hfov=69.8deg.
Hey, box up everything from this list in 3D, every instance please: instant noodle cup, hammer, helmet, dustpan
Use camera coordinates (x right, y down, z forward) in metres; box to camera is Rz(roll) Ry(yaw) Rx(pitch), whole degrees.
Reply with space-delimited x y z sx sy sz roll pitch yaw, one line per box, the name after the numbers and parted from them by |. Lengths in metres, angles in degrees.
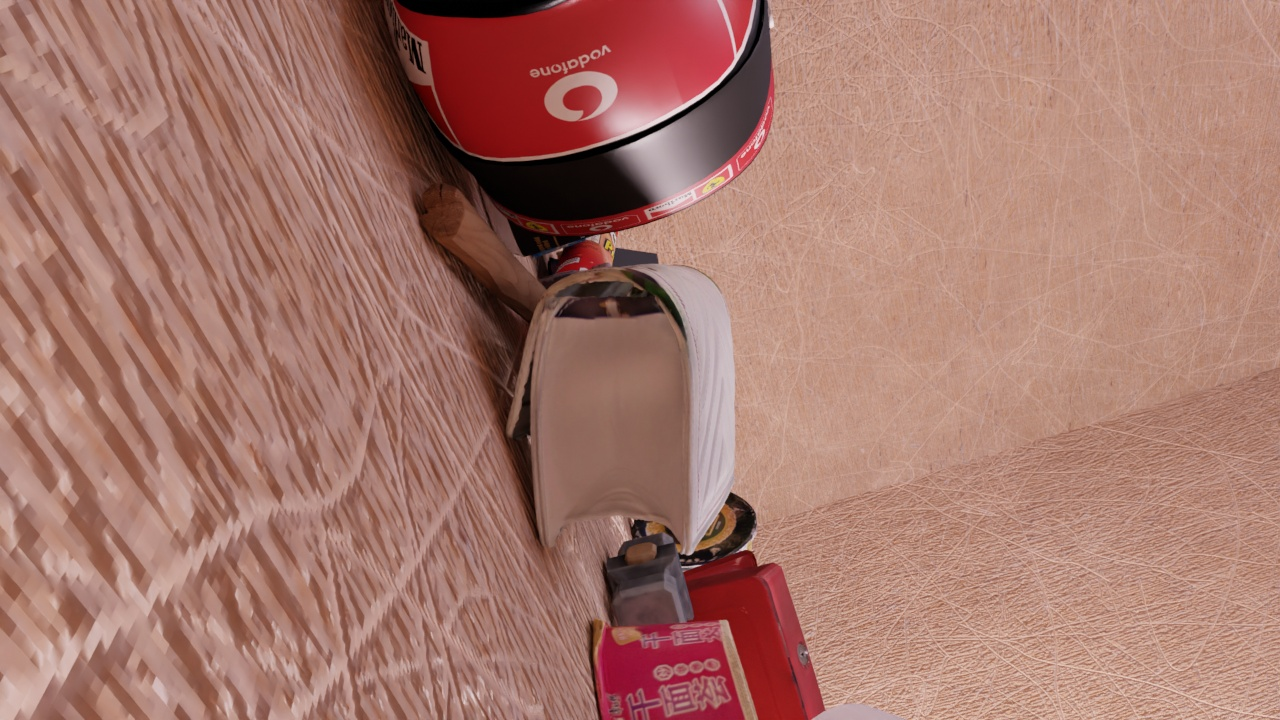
0.062 0.223 1.004 0.137 0.137 0.112 -105 -174 -64 | instant noodle cup
0.040 0.291 0.675 0.117 0.051 0.323 -84 159 -84 | hammer
0.035 0.225 0.521 0.178 0.078 0.178 -11 84 -89 | instant noodle cup
-0.027 -0.178 0.497 0.225 0.198 0.270 64 13 -54 | helmet
-0.064 -0.034 0.552 0.328 0.052 0.098 52 21 -78 | hammer
0.111 0.279 0.463 0.257 0.053 0.191 38 70 -50 | dustpan

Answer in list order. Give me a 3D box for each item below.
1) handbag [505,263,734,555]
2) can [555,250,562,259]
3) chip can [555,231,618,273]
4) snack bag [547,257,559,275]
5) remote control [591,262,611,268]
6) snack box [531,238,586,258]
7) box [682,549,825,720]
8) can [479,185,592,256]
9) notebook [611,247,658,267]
0.000 0.016 0.513 0.198 0.096 0.142 -20 109 -76 | handbag
-0.046 -0.052 1.061 0.067 0.067 0.170 -100 173 -81 | can
-0.051 -0.094 0.874 0.214 0.052 0.052 -84 160 -60 | chip can
-0.052 -0.058 0.898 0.155 0.074 0.018 -107 -145 -60 | snack bag
-0.004 0.004 0.663 0.074 0.019 0.151 -96 168 -69 | remote control
-0.109 -0.228 0.883 0.238 0.056 0.196 -103 175 -66 | snack box
0.078 0.251 0.752 0.156 0.147 0.157 155 -82 -73 | box
-0.042 -0.122 0.644 0.072 0.128 0.072 -12 85 -89 | can
-0.008 -0.024 1.032 0.148 0.016 0.206 -3 82 -58 | notebook
